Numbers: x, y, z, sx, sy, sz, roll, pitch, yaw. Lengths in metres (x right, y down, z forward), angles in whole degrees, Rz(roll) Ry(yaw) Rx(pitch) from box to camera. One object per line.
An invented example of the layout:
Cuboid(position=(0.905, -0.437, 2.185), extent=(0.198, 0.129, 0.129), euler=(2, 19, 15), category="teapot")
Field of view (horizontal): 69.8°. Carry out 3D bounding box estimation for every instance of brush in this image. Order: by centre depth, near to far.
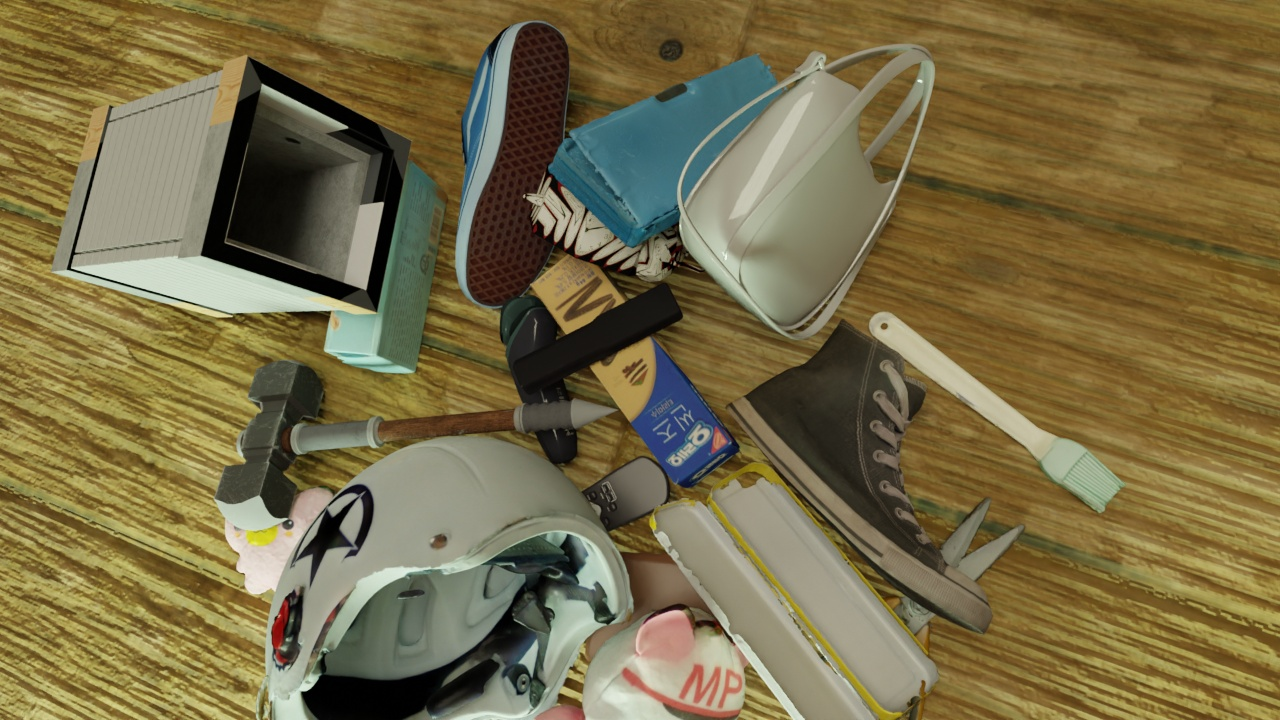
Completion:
Cuboid(position=(0.263, 0.033, 0.695), extent=(0.217, 0.012, 0.033), euler=(40, 90, 18), category="brush")

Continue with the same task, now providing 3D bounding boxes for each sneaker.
Cuboid(position=(0.180, 0.080, 0.657), extent=(0.120, 0.095, 0.234), euler=(-42, 60, 1), category="sneaker")
Cuboid(position=(-0.119, -0.166, 0.798), extent=(0.098, 0.083, 0.241), euler=(13, 94, 57), category="sneaker")

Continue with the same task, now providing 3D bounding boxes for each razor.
Cuboid(position=(-0.081, 0.016, 0.758), extent=(0.052, 0.047, 0.142), euler=(-26, 76, 31), category="razor")

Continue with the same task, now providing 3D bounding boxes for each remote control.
Cuboid(position=(-0.034, -0.017, 0.706), extent=(0.136, 0.015, 0.032), euler=(-27, 75, 4), category="remote control")
Cuboid(position=(-0.034, 0.120, 0.742), extent=(0.124, 0.009, 0.046), euler=(-29, 75, 5), category="remote control")

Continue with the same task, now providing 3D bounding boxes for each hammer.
Cuboid(position=(-0.177, 0.054, 0.738), extent=(0.323, 0.043, 0.155), euler=(-6, 55, 13), category="hammer")

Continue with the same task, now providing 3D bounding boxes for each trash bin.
Cuboid(position=(-0.331, -0.123, 0.738), extent=(0.247, 0.142, 0.142), euler=(1, 78, 38), category="trash bin")

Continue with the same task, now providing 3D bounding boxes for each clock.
Cuboid(position=(-0.008, -0.111, 0.724), extent=(0.155, 0.114, 0.065), euler=(25, 110, 4), category="clock")

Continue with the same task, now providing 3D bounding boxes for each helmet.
Cuboid(position=(-0.153, 0.163, 0.660), extent=(0.264, 0.236, 0.163), euler=(-48, 47, 13), category="helmet")

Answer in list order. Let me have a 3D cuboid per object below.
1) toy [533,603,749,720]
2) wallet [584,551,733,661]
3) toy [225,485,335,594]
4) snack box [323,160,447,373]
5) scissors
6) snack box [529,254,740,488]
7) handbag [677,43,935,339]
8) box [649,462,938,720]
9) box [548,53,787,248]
Cuboid(position=(-0.007, 0.258, 0.652), extent=(0.213, 0.142, 0.084), euler=(-52, 34, 10), category="toy")
Cuboid(position=(0.020, 0.195, 0.713), extent=(0.121, 0.013, 0.087), euler=(3, 81, 10), category="wallet")
Cuboid(position=(-0.308, 0.150, 0.773), extent=(0.102, 0.050, 0.093), euler=(0, 71, 13), category="toy")
Cuboid(position=(-0.216, -0.080, 0.787), extent=(0.053, 0.075, 0.174), euler=(5, 80, 12), category="snack box")
Cuboid(position=(0.201, 0.202, 0.672), extent=(0.225, 0.016, 0.162), euler=(-33, 72, 2), category="scissors")
Cuboid(position=(-0.004, 0.004, 0.733), extent=(0.056, 0.057, 0.206), euler=(-38, 74, 4), category="snack box")
Cuboid(position=(0.135, -0.134, 0.651), extent=(0.223, 0.215, 0.095), euler=(-49, 58, 4), category="handbag")
Cuboid(position=(0.106, 0.169, 0.646), extent=(0.209, 0.129, 0.039), euler=(51, 136, 24), category="box")
Cuboid(position=(0.042, -0.167, 0.692), extent=(0.093, 0.049, 0.230), euler=(45, 50, 13), category="box")
